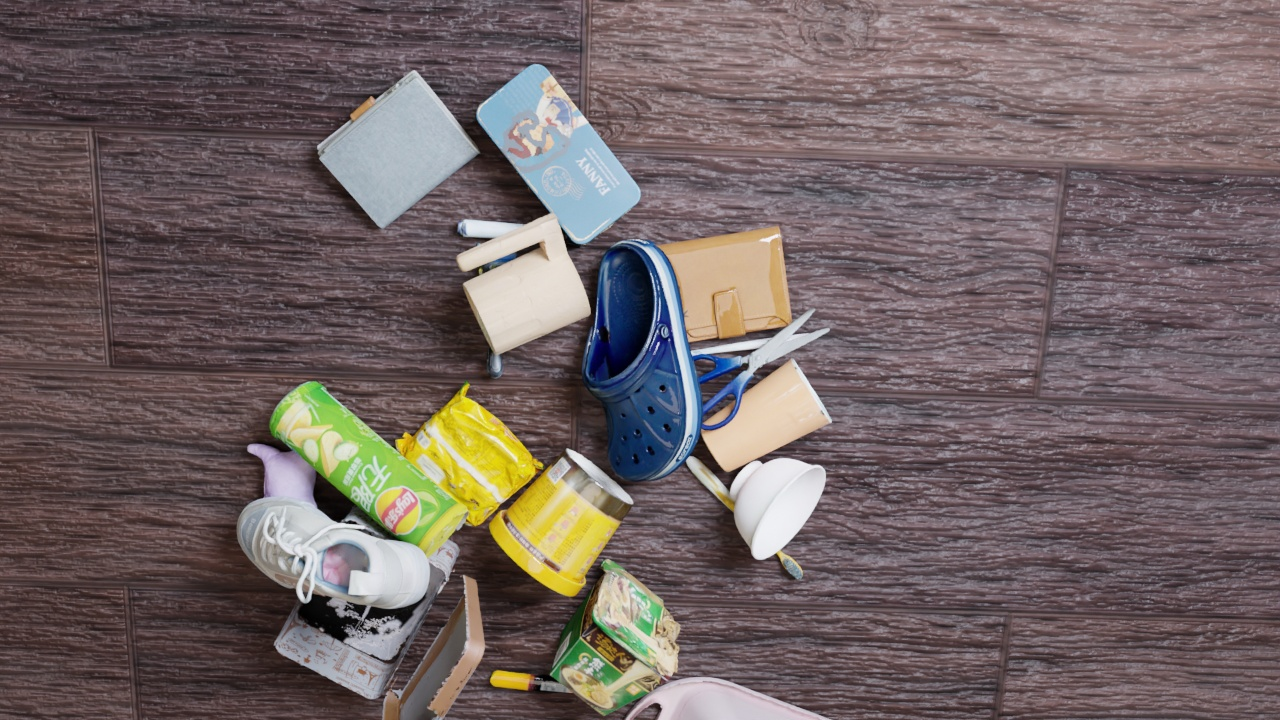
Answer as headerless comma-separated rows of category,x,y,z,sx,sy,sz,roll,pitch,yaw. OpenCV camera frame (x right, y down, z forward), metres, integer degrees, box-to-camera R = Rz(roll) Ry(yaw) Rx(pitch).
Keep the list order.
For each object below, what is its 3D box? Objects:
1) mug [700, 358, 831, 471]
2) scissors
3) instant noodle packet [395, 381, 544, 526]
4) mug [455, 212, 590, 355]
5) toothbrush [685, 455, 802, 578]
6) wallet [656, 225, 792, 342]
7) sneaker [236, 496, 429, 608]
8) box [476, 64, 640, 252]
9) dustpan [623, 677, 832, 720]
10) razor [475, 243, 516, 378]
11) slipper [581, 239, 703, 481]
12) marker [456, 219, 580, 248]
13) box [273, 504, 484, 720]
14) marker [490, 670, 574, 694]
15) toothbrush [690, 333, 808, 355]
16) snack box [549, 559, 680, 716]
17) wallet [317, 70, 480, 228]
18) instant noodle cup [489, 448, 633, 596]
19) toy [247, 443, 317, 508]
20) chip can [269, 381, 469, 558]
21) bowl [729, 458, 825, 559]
mug,0.128,0.062,0.965,0.123,0.078,0.078,-32,100,11
scissors,0.107,-0.003,0.947,0.141,0.012,0.171,27,87,24
instant noodle packet,-0.184,0.101,0.983,0.111,0.044,0.128,-42,96,9
mug,-0.117,-0.075,0.903,0.103,0.084,0.125,-25,138,-11
toothbrush,0.116,0.174,1.012,0.016,0.018,0.191,-42,99,5
wallet,0.087,-0.077,0.957,0.132,0.031,0.108,-8,100,2
sneaker,-0.325,0.190,0.892,0.243,0.090,0.089,9,87,28
box,-0.077,-0.195,0.909,0.090,0.059,0.184,-41,93,1
dustpan,0.113,0.480,1.079,0.273,0.139,0.223,22,100,-33
razor,-0.153,-0.052,0.963,0.042,0.022,0.143,-2,101,-17
slipper,-0.005,0.005,0.925,0.105,0.095,0.253,4,101,42
marker,-0.124,-0.131,0.949,0.130,0.018,0.022,3,68,-2
box,-0.279,0.275,0.947,0.156,0.226,0.180,28,101,-22
marker,-0.110,0.370,1.052,0.124,0.015,0.018,8,102,-5
toothbrush,0.095,-0.010,0.977,0.180,0.016,0.016,-9,109,2
snack box,-0.035,0.309,0.996,0.117,0.118,0.106,41,108,-8
wallet,-0.245,-0.213,0.924,0.130,0.037,0.106,-36,110,7
instant noodle cup,-0.078,0.165,0.963,0.118,0.118,0.114,38,91,-7
toy,-0.383,0.142,0.991,0.084,0.039,0.108,3,99,-1
chip can,-0.283,0.112,0.947,0.221,0.072,0.072,39,98,7
bowl,0.135,0.145,0.975,0.065,0.118,0.118,35,101,31
